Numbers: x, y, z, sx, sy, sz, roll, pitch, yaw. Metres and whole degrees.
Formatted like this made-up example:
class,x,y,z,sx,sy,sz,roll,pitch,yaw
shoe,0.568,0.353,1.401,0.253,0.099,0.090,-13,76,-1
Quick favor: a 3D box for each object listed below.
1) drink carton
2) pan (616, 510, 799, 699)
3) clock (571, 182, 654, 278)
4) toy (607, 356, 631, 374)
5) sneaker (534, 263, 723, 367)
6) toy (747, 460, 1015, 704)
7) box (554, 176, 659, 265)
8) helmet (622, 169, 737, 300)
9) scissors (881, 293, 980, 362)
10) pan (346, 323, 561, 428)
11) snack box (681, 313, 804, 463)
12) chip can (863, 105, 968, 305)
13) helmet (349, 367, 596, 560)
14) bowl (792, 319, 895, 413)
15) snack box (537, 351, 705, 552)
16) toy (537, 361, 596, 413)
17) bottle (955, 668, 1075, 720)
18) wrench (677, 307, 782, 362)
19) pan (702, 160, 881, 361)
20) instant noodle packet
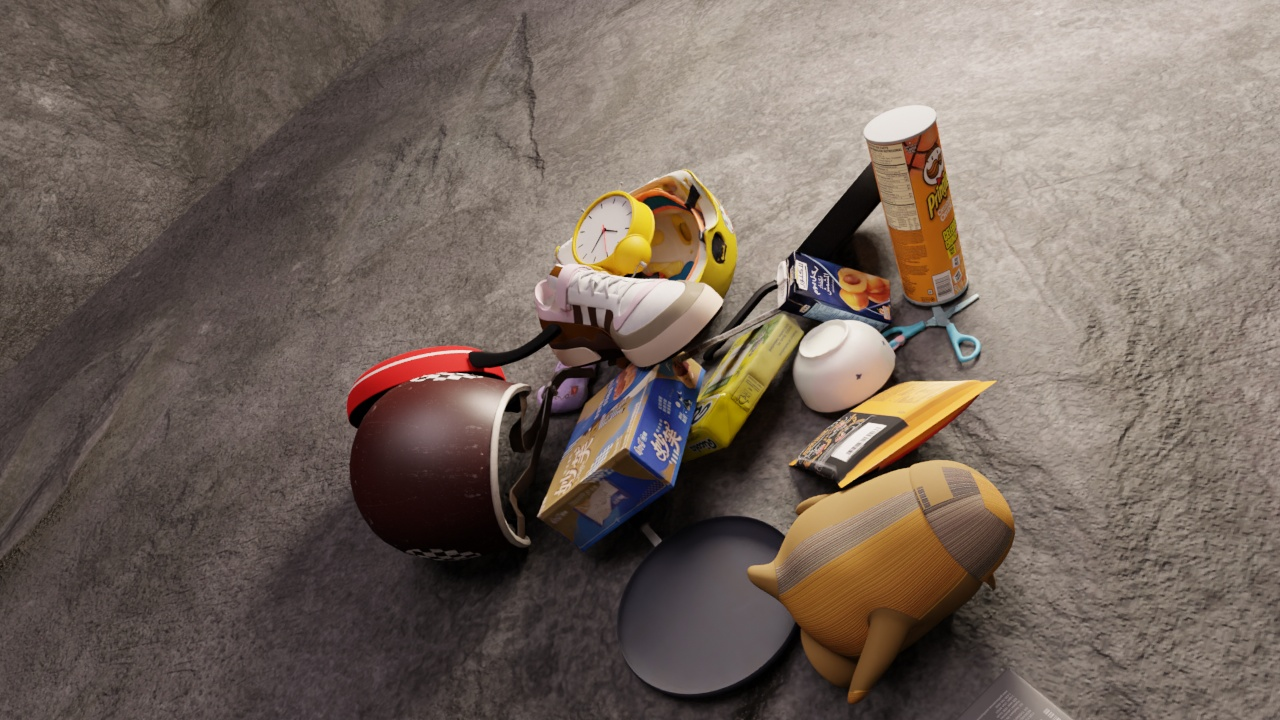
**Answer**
class,x,y,z,sx,sy,sz,roll,pitch,yaw
drink carton,0.222,-0.075,1.054,0.040,0.130,0.064,128,152,-54
pan,0.033,0.207,0.962,0.198,0.021,0.356,-38,37,-8
clock,-0.036,-0.150,1.174,0.114,0.052,0.151,-29,50,30
toy,-0.007,0.007,1.172,0.100,0.062,0.076,32,87,30
sneaker,-0.029,-0.069,1.044,0.111,0.116,0.294,-49,24,-24
toy,0.217,0.166,0.770,0.204,0.162,0.198,-41,32,26
box,-0.039,-0.203,1.433,0.209,0.079,0.080,-35,22,-5
helmet,0.044,-0.119,1.223,0.210,0.139,0.239,-20,59,35
scissors,0.332,-0.032,1.029,0.135,0.015,0.135,-34,37,1
pan,-0.231,0.013,1.179,0.357,0.208,0.067,-30,69,34
snack box,0.104,0.029,1.042,0.180,0.045,0.121,-53,7,-23
chip can,0.309,-0.168,1.021,0.075,0.215,0.075,-17,35,12
helmet,-0.205,0.115,1.073,0.254,0.234,0.233,-2,81,11
bowl,0.217,-0.003,1.015,0.114,0.063,0.113,-30,27,17
snack box,-0.017,0.089,1.013,0.155,0.069,0.202,-41,16,34
toy,-0.099,0.028,1.238,0.080,0.036,0.099,-12,43,22
bottle,0.304,0.308,0.644,0.083,0.046,0.174,-40,38,-10
wrench,0.148,-0.053,1.074,0.272,0.010,0.070,-26,-4,-34
pan,0.207,-0.127,1.141,0.356,0.044,0.204,-50,-3,7
instant noodle packet,0.233,0.065,0.888,0.160,0.032,0.221,-34,0,-3
